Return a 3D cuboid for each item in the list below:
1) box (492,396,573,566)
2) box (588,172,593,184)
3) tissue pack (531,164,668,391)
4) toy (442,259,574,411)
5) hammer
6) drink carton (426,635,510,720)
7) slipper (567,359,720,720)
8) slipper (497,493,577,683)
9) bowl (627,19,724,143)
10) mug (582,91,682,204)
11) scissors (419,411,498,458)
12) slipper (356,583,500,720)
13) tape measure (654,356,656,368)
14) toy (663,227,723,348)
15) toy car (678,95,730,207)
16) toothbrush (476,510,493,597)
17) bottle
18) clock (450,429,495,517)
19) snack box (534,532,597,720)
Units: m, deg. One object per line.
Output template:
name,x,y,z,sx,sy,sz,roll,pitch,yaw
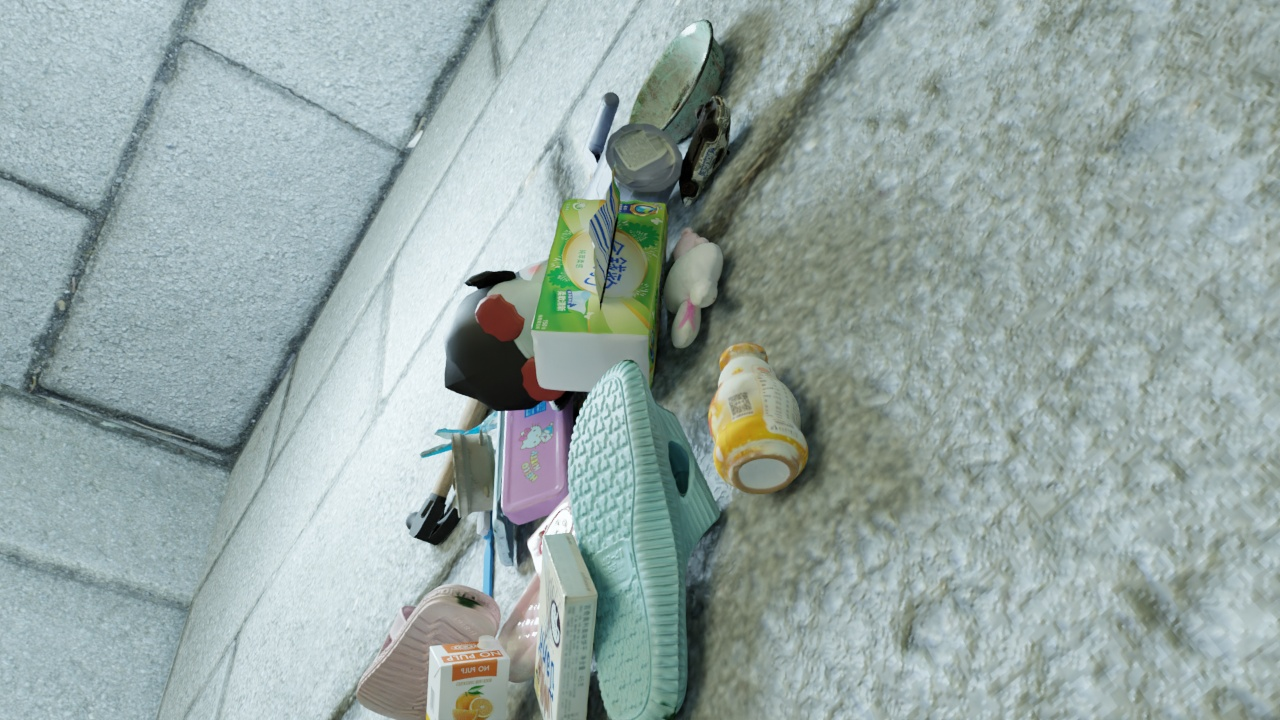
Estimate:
box,-0.123,0.097,0.964,0.140,0.062,0.213,-51,28,31
box,-0.041,-0.150,1.038,0.186,0.054,0.077,-92,5,-47
tissue pack,-0.033,-0.086,0.823,0.142,0.120,0.197,88,-179,-46
toy,-0.116,-0.035,0.960,0.140,0.159,0.183,-24,16,34
hammer,-0.221,0.087,1.186,0.132,0.040,0.305,-2,64,65
drink carton,-0.146,0.296,0.769,0.040,0.058,0.122,-162,75,-64
slipper,0.003,0.134,0.680,0.116,0.069,0.275,-35,54,44
slipper,-0.070,0.177,0.789,0.222,0.055,0.106,-60,24,11
bowl,0.045,-0.301,1.031,0.158,0.038,0.157,-44,32,36
mug,-0.017,-0.197,0.937,0.124,0.083,0.104,64,159,12
scissors,-0.207,0.099,1.073,0.013,0.140,0.113,46,131,20
slipper,-0.198,0.277,0.889,0.240,0.094,0.064,-54,15,36
tape measure,-0.005,0.005,0.865,0.059,0.019,0.051,-58,26,12
toy,0.047,-0.071,0.816,0.076,0.037,0.125,-57,22,34
toy car,0.065,-0.206,0.912,0.048,0.040,0.113,-96,22,-48
toothbrush,-0.166,0.224,0.975,0.016,0.014,0.166,-49,30,29
bottle,0.077,0.036,0.629,0.063,0.063,0.108,-46,31,33
clock,-0.183,0.129,1.029,0.141,0.054,0.093,121,141,-69
snack box,-0.059,0.215,0.692,0.082,0.026,0.150,-126,37,-60
